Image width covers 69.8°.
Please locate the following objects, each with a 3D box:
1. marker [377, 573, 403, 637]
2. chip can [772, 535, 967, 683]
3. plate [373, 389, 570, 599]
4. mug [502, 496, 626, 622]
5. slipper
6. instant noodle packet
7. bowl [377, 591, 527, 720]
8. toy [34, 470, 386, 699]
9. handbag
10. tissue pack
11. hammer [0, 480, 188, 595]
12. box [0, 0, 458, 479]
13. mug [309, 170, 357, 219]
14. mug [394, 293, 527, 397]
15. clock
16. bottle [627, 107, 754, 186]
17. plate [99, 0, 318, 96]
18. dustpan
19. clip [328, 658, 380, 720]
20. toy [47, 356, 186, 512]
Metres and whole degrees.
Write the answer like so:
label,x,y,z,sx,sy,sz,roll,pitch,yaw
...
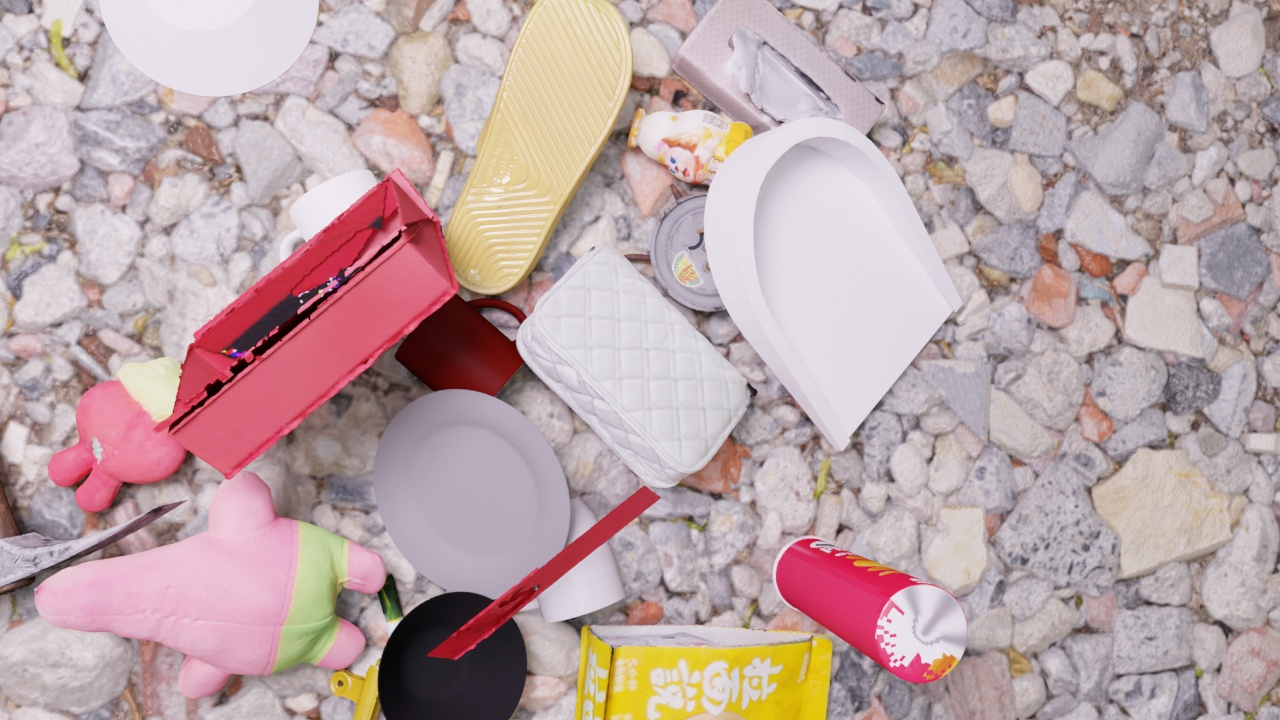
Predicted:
label,x,y,z,sx,sy,sz,roll,pitch,yaw
marker,-0.197,0.252,0.766,0.017,0.017,0.146,-14,90,-10
chip can,0.172,0.189,0.726,0.069,0.221,0.069,0,87,-10
plate,-0.137,0.109,0.745,0.179,0.012,0.178,5,104,19
mug,-0.075,0.169,0.771,0.107,0.071,0.089,-19,84,18
slipper,-0.087,-0.179,0.775,0.099,0.078,0.263,26,101,-7
instant noodle packet,0.060,0.314,0.782,0.221,0.084,0.163,4,89,-16
bowl,-0.160,0.250,0.747,0.124,0.053,0.124,6,78,-31
toy,-0.317,0.178,0.691,0.236,0.097,0.192,11,102,-34
handbag,-0.005,0.004,0.770,0.195,0.073,0.138,46,51,-5
tissue pack,0.124,-0.244,0.817,0.181,0.071,0.103,39,81,-10
hammer,-0.488,0.020,0.694,0.218,0.037,0.300,-22,86,8
box,-0.302,-0.123,0.646,0.213,0.148,0.374,-37,89,5
mug,-0.244,-0.088,0.751,0.111,0.073,0.090,-29,93,16
mug,-0.138,-0.014,0.764,0.082,0.073,0.105,41,58,-6
clock,0.069,-0.085,0.804,0.148,0.056,0.104,34,83,-5
bottle,0.044,-0.188,0.801,0.108,0.063,0.063,17,85,-1
plate,-0.358,-0.309,0.752,0.174,0.036,0.174,0,88,-9
dustpan,0.167,-0.079,0.777,0.191,0.053,0.258,-47,109,-17
clip,-0.231,0.272,0.758,0.048,0.046,0.054,19,84,-42
toy,-0.403,0.059,0.725,0.091,0.045,0.135,40,86,-1
